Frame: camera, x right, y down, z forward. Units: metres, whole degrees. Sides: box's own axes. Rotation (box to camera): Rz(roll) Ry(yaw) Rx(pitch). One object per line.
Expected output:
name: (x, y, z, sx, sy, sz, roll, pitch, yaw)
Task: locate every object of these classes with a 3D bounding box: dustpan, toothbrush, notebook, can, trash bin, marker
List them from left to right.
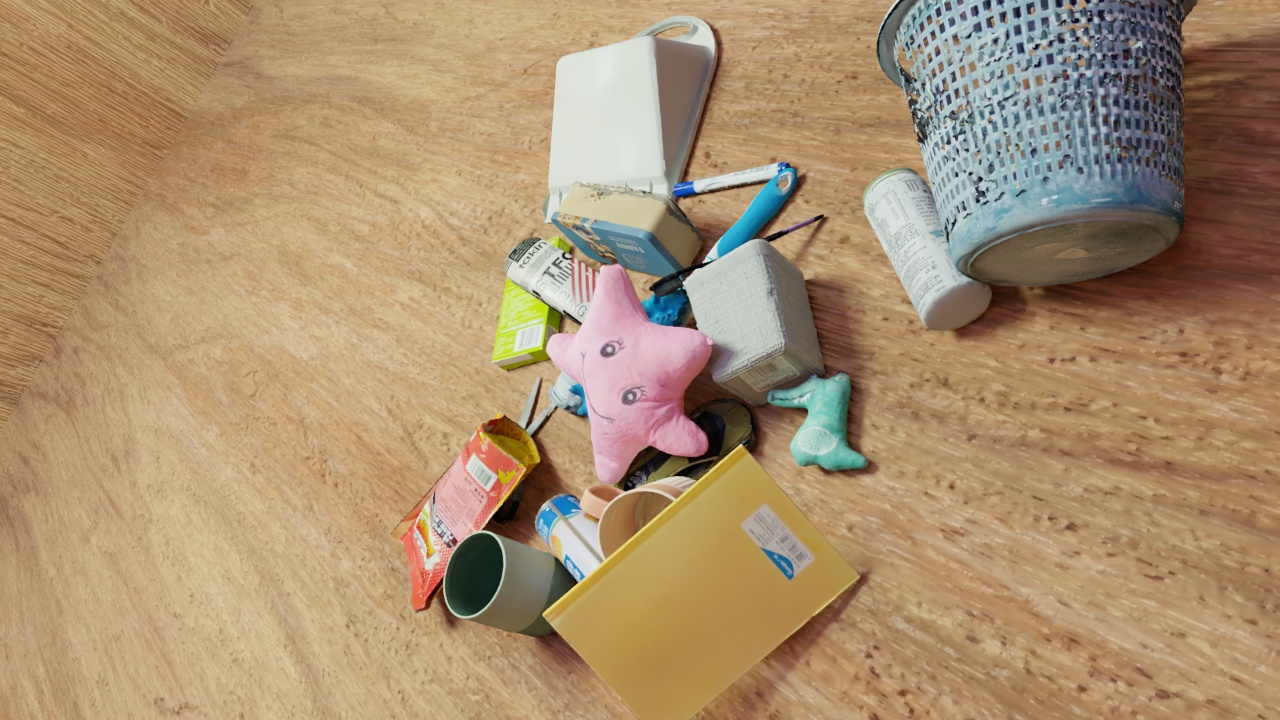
can: (-0.046, 0.184, 0.871, 0.053, 0.053, 0.134, -55, 43, 3)
dustpan: (-0.001, -0.305, 1.143, 0.223, 0.142, 0.258, 5, 100, 43)
notebook: (0.048, 0.184, 0.715, 0.206, 0.146, 0.010, -42, 7, 4)
marker: (0.097, -0.194, 0.986, 0.146, 0.017, 0.016, -3, 65, 41)
toothbrush: (0.095, -0.101, 0.875, 0.189, 0.014, 0.016, -24, 74, -10)
can: (0.238, -0.095, 0.773, 0.058, 0.058, 0.146, -34, 48, 23)
trash bin: (0.295, -0.166, 0.670, 0.227, 0.226, 0.195, -12, 71, 37)

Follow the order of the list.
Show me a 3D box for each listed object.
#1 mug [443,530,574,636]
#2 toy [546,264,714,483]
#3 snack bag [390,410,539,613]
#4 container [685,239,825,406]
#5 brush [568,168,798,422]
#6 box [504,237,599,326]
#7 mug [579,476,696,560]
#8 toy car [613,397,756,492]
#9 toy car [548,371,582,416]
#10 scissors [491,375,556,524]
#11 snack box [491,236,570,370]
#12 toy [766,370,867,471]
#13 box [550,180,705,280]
mug: (-0.130, 0.212, 0.891, 0.112, 0.106, 0.082, 34, 92, 46)
toy: (-0.005, 0.005, 0.835, 0.179, 0.074, 0.194, -27, 80, 35)
snack bag: (-0.198, 0.160, 0.997, 0.208, 0.073, 0.128, -52, 40, 14)
container: (0.106, -0.030, 0.834, 0.090, 0.090, 0.114, -29, 54, 28)
brush: (0.047, -0.070, 0.918, 0.060, 0.109, 0.315, 41, 104, 9)
box: (-0.091, -0.091, 1.048, 0.164, 0.056, 0.070, 30, 63, 29)
mug: (0.007, 0.137, 0.783, 0.114, 0.105, 0.082, 22, 96, 16)
toy car: (0.039, 0.092, 0.858, 0.158, 0.042, 0.070, -40, 46, 14)
toy car: (-0.051, 0.004, 0.991, 0.120, 0.036, 0.054, -51, 43, 4)
scissors: (-0.143, 0.104, 1.036, 0.160, 0.014, 0.177, -24, 51, 28)
snack box: (-0.132, -0.070, 1.112, 0.086, 0.026, 0.156, -15, 58, 35)
toy: (0.151, 0.050, 0.785, 0.097, 0.030, 0.091, 1, 63, 28)
box: (-0.011, -0.142, 1.001, 0.184, 0.090, 0.060, 21, 75, 48)
